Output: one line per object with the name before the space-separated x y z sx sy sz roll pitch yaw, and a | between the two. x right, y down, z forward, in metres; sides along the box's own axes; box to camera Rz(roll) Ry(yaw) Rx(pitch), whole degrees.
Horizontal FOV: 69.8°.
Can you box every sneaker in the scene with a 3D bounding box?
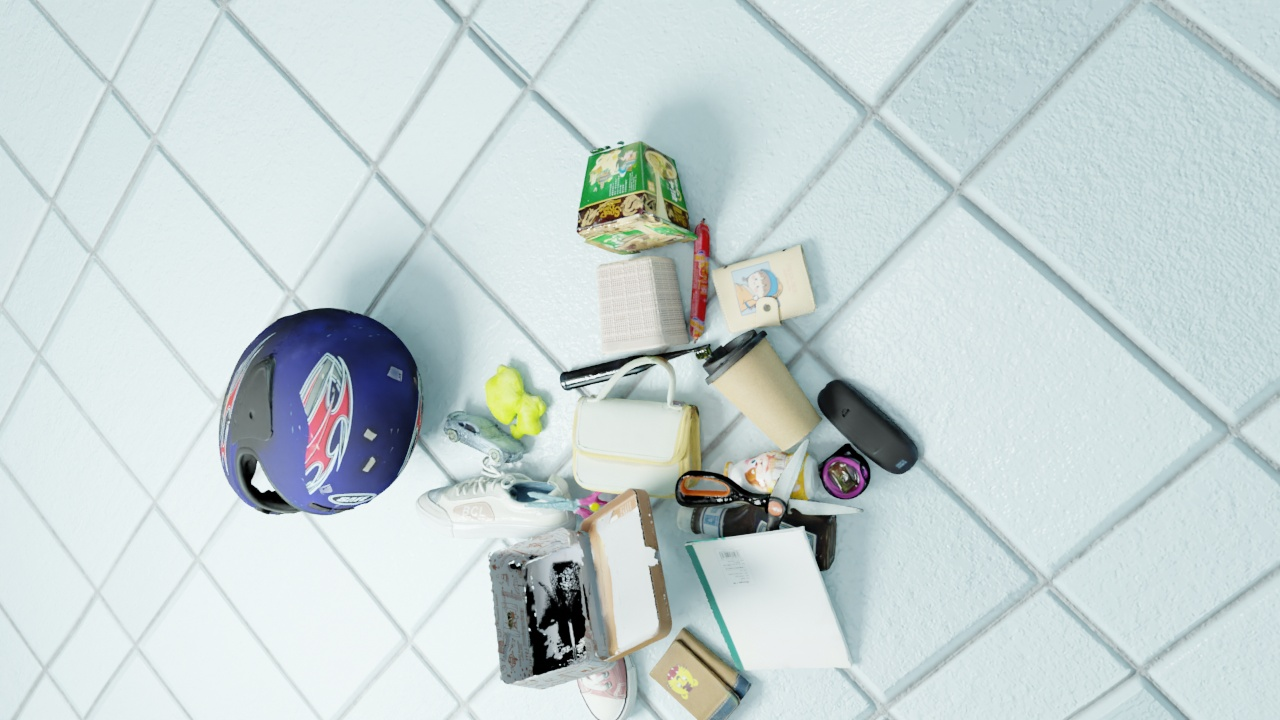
sneaker | -0.066 0.377 1.217 0.118 0.087 0.241 -5 93 24
sneaker | -0.205 0.186 1.251 0.242 0.089 0.091 1 112 20

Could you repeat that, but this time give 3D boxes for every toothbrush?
toothbrush | -0.007 0.007 1.179 0.213 0.026 0.027 -13 103 24

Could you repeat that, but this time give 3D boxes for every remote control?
remote control | 0.263 0.078 1.068 0.136 0.024 0.053 43 112 13

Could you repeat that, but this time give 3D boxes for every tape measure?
tape measure | 0.240 0.134 1.077 0.057 0.039 0.058 -41 80 22

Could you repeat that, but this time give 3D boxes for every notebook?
notebook | 0.155 0.294 1.108 0.151 0.012 0.209 -12 114 24

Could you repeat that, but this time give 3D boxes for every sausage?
sausage | 0.073 -0.097 1.133 0.020 0.020 0.156 6 99 23

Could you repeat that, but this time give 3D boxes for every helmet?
helmet | -0.425 0.090 1.248 0.241 0.246 0.315 24 100 38

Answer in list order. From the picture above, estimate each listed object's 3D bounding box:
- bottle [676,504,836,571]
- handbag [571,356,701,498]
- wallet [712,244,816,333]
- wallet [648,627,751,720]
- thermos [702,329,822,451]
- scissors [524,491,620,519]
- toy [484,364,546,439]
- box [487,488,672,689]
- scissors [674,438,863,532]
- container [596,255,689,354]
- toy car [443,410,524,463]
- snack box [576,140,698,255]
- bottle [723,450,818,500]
bottle | 0.141 0.207 1.129 0.195 0.043 0.080 6 106 24
handbag | -0.009 0.082 1.161 0.163 0.063 0.179 4 103 22
wallet | 0.149 -0.082 1.100 0.115 0.024 0.087 -14 86 24
wallet | 0.077 0.415 1.192 0.115 0.033 0.090 39 111 19
thermos | 0.145 0.034 1.085 0.093 0.092 0.143 -41 88 23
scissors | -0.090 0.198 1.201 0.137 0.017 0.073 2 105 -20
toy | -0.175 0.059 1.257 0.100 0.031 0.097 18 106 20
box | -0.065 0.285 1.124 0.260 0.110 0.178 -25 58 22
scissors | 0.143 0.181 1.075 0.235 0.021 0.221 10 116 23
container | 0.000 -0.068 1.132 0.090 0.089 0.111 -7 91 24
toy car | -0.215 0.105 1.267 0.121 0.054 0.037 25 108 19
snack box | -0.006 -0.197 1.109 0.118 0.117 0.105 -7 79 33
bottle | 0.156 0.140 1.102 0.108 0.063 0.063 -2 96 24
